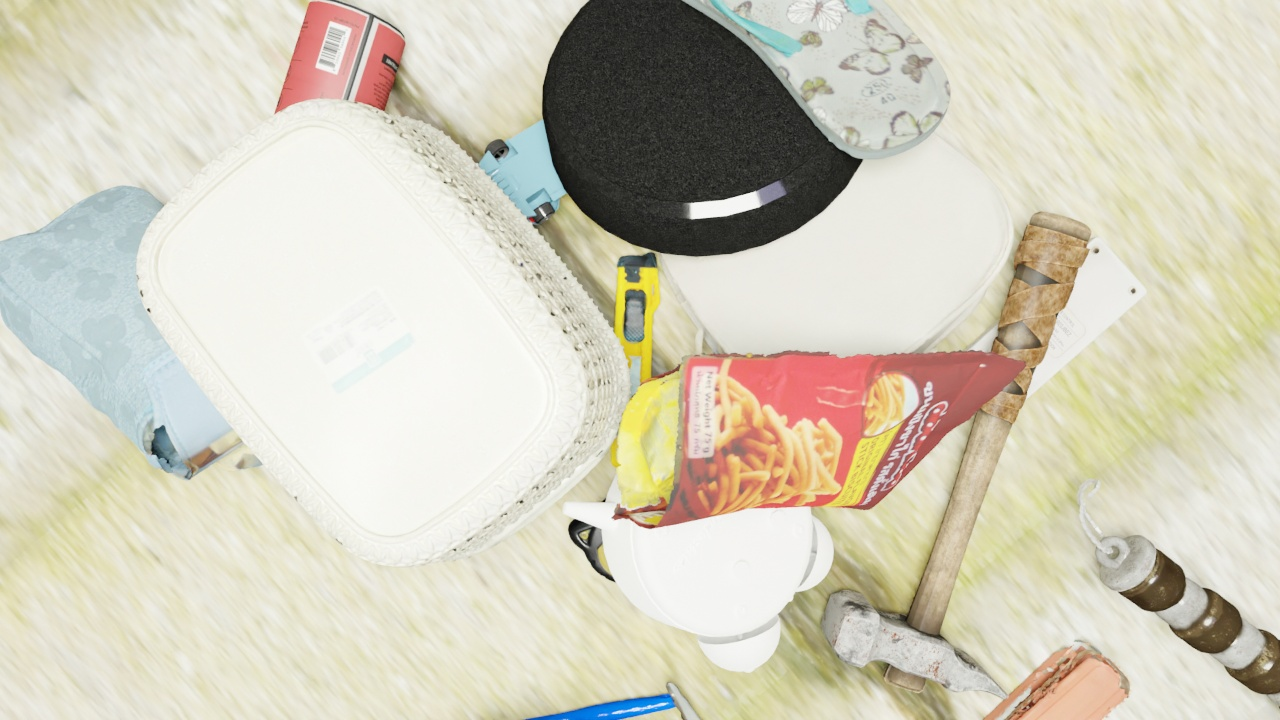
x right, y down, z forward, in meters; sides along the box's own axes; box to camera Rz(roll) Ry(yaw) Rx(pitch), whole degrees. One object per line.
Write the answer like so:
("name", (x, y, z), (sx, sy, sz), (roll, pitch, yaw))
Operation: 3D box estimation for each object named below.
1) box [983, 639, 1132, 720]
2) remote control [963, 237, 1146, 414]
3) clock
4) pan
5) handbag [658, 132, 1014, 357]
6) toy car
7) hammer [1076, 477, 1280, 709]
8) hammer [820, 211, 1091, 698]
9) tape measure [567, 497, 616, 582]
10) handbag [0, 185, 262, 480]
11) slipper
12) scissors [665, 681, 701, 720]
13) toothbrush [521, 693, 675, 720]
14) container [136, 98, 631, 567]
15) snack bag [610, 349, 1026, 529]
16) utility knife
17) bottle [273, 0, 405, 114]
("box", (0.241, 0.260, 0.602), (0.187, 0.056, 0.059), (-45, 123, 3))
("remote control", (0.266, -0.018, 0.608), (0.136, 0.011, 0.050), (-42, 91, 3))
("clock", (0.047, 0.105, 0.562), (0.161, 0.073, 0.125), (47, 67, -14))
("pan", (0.096, -0.211, 0.563), (0.355, 0.044, 0.204), (-41, 69, -6))
("handbag", (0.107, -0.072, 0.581), (0.201, 0.093, 0.199), (-37, 71, 2))
("toy car", (-0.053, -0.131, 0.599), (0.107, 0.027, 0.060), (-35, 86, -14))
("hammer", (0.400, 0.197, 0.582), (0.326, 0.079, 0.177), (36, 92, -1))
("hammer", (0.220, 0.063, 0.589), (0.121, 0.049, 0.319), (17, 95, -3))
("tape measure", (-0.008, 0.115, 0.602), (0.062, 0.034, 0.061), (-38, 99, 4))
("handbag", (-0.297, -0.008, 0.568), (0.192, 0.119, 0.121), (37, 52, 8))
("slipper", (0.076, -0.226, 0.520), (0.098, 0.055, 0.268), (-37, 70, -8))
("scissors", (0.071, 0.273, 0.617), (0.175, 0.014, 0.141), (-11, 99, -4))
("toothbrush", (-0.062, 0.241, 0.619), (0.182, 0.016, 0.018), (-10, 87, 1))
("container", (-0.127, -0.012, 0.471), (0.184, 0.143, 0.246), (-41, 90, 0))
("snack bag", (0.092, 0.039, 0.502), (0.207, 0.066, 0.139), (-1, 135, -29))
("utility knife", (-0.004, 0.004, 0.611), (0.030, 0.017, 0.151), (2, 96, 5))
("bottle", (-0.205, -0.133, 0.583), (0.062, 0.062, 0.176), (18, 92, 0))
